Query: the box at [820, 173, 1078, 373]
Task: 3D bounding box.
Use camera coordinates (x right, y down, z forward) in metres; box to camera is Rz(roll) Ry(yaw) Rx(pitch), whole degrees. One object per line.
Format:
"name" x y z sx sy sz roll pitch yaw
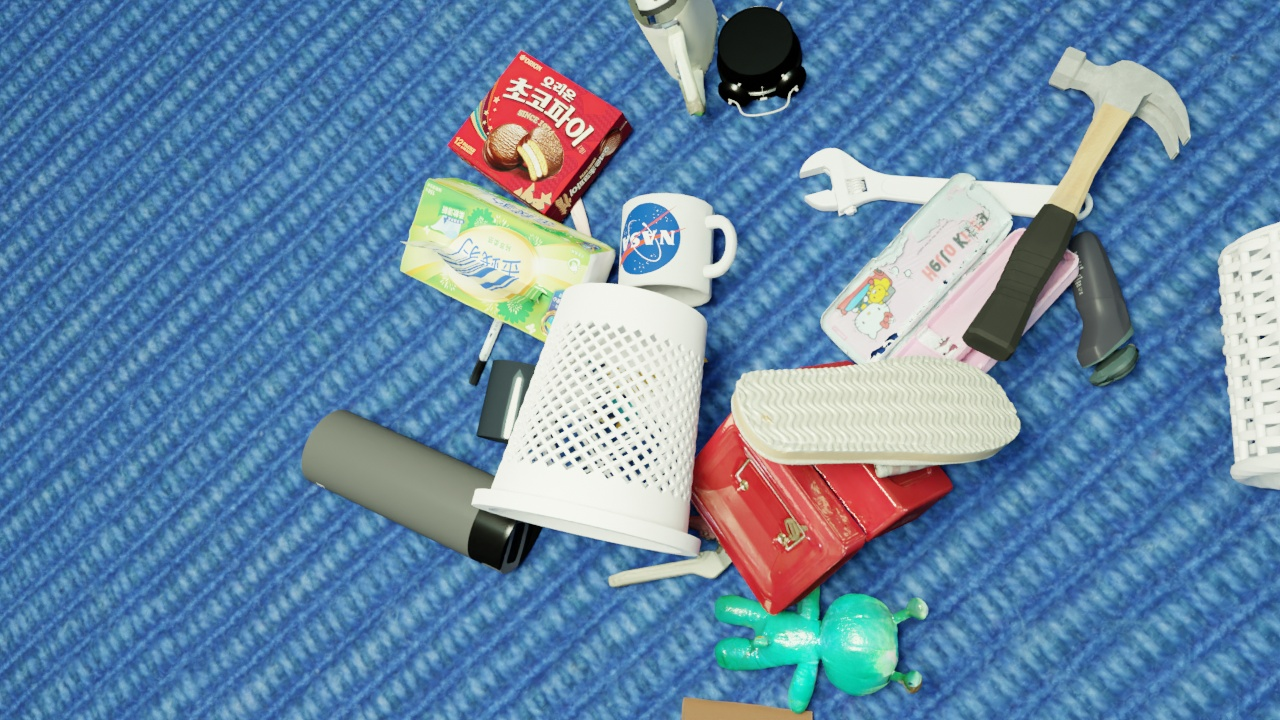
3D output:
"box" 0.284 -0.056 0.851 0.201 0.066 0.153 -46 67 1

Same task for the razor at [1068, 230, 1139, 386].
"razor" 0.411 -0.049 0.824 0.052 0.047 0.142 -3 73 -12

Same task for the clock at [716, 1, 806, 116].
"clock" 0.123 -0.309 0.949 0.091 0.042 0.120 -7 77 12

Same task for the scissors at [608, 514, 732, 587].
"scissors" 0.053 0.174 0.870 0.179 0.015 0.185 -42 65 2

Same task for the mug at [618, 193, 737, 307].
"mug" 0.039 -0.107 0.898 0.121 0.091 0.090 -4 77 31

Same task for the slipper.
"slipper" 0.187 0.045 0.738 0.262 0.052 0.115 -1 48 -25

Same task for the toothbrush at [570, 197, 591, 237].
"toothbrush" -0.051 -0.103 0.963 0.016 0.018 0.181 -20 73 12

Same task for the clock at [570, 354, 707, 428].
"clock" -0.005 0.005 0.909 0.129 0.044 0.099 -29 88 -2

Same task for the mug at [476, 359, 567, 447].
"mug" -0.110 0.045 0.908 0.105 0.071 0.077 1 76 47

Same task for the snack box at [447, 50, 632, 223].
"snack box" -0.110 -0.241 0.991 0.152 0.036 0.132 37 89 23

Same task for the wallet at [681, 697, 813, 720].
"wallet" 0.094 0.357 0.830 0.121 0.013 0.087 1 76 14

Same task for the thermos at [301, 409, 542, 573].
"thermos" -0.217 0.130 0.921 0.240 0.082 0.082 21 84 17

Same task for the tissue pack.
"tissue pack" -0.143 -0.095 0.894 0.198 0.141 0.120 20 106 14

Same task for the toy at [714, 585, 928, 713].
"toy" 0.156 0.248 0.813 0.194 0.072 0.130 -3 78 23

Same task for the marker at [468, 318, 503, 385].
"marker" -0.150 -0.044 0.978 0.011 0.011 0.152 20 84 17

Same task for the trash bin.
"trash bin" -0.026 0.050 0.800 0.196 0.195 0.199 9 76 16

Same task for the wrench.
"wrench" 0.291 -0.164 0.891 0.273 0.018 0.066 8 80 15

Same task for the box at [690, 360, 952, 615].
"box" 0.163 0.101 0.817 0.169 0.157 0.156 -18 64 -35

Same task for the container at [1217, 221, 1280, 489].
"container" 0.556 -0.001 0.700 0.189 0.189 0.186 0 77 14

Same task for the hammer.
"hammer" 0.374 -0.138 0.809 0.131 0.039 0.327 30 71 15

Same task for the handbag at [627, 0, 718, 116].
"handbag" 0.043 -0.328 0.920 0.074 0.151 0.176 -19 79 13
